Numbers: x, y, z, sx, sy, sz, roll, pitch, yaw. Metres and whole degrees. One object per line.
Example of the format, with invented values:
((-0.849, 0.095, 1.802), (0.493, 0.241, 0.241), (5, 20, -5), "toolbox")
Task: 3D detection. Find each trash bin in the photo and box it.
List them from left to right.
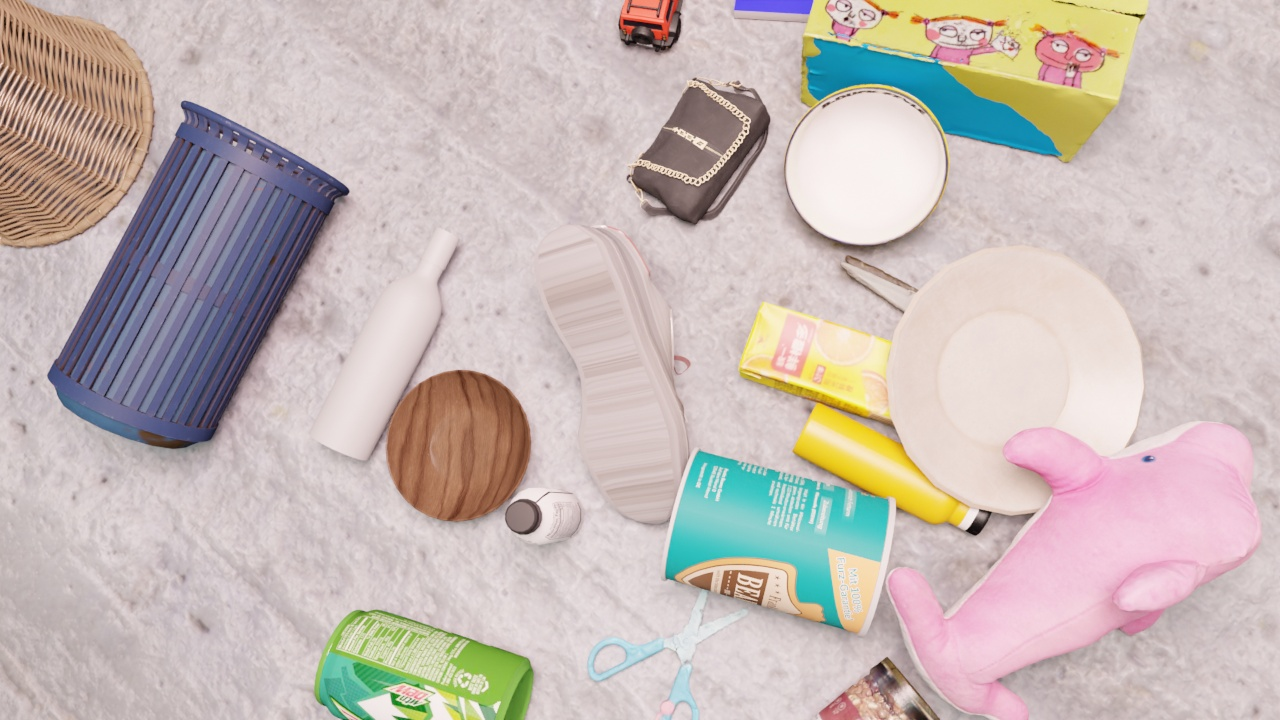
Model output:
((-0.356, -0.062, 0.739), (0.139, 0.139, 0.249), (26, 88, 12), "trash bin")

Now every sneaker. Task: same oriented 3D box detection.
((-0.004, 0.004, 0.703), (0.099, 0.089, 0.236), (-7, 104, 33), "sneaker")

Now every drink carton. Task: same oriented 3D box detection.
((0.147, 0.004, 0.697), (0.134, 0.043, 0.058), (18, 82, 10), "drink carton")

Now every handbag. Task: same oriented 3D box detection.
((0.045, -0.170, 0.741), (0.079, 0.054, 0.128), (36, 91, 23), "handbag")

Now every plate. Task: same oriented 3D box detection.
((0.263, 0.014, 0.656), (0.188, 0.027, 0.188), (0, 90, -5), "plate")

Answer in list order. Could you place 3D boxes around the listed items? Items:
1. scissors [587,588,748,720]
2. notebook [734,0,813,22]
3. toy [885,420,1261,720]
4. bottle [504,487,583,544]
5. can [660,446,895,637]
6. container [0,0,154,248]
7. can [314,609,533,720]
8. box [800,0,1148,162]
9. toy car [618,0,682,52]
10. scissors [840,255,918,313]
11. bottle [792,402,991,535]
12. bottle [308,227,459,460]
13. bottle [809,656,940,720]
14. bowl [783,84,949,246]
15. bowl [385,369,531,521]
((0.015, 0.222, 0.702), (0.118, 0.015, 0.139), (18, 78, 10), "scissors")
((0.193, -0.360, 0.757), (0.209, 0.022, 0.171), (7, 84, 10), "notebook")
((0.295, 0.135, 0.585), (0.265, 0.127, 0.186), (-38, 103, 3), "toy")
((-0.073, 0.115, 0.676), (0.041, 0.116, 0.041), (-1, 81, 8), "bottle")
((0.097, 0.128, 0.656), (0.144, 0.099, 0.099), (14, 84, 11), "can")
((-0.574, -0.230, 0.766), (0.227, 0.196, 0.226), (-1, 81, 9), "container")
((-0.160, 0.244, 0.687), (0.144, 0.083, 0.083), (14, 84, 11), "can")
((0.232, -0.225, 0.679), (0.221, 0.124, 0.079), (18, 84, 13), "box")
((0.013, -0.309, 0.762), (0.051, 0.049, 0.100), (12, 83, 10), "toy car")
((0.238, -0.019, 0.699), (0.189, 0.015, 0.140), (1, 83, 10), "scissors")
((0.186, 0.082, 0.678), (0.144, 0.043, 0.043), (27, 86, 12), "bottle")
((-0.201, -0.017, 0.749), (0.052, 0.052, 0.195), (25, 86, 12), "bottle")
((0.153, 0.265, 0.648), (0.105, 0.056, 0.056), (-40, 78, 1), "bottle")
((0.172, -0.151, 0.694), (0.117, 0.067, 0.117), (8, 114, 17), "bowl")
((-0.142, 0.069, 0.737), (0.119, 0.032, 0.119), (-1, 81, 9), "bowl")
